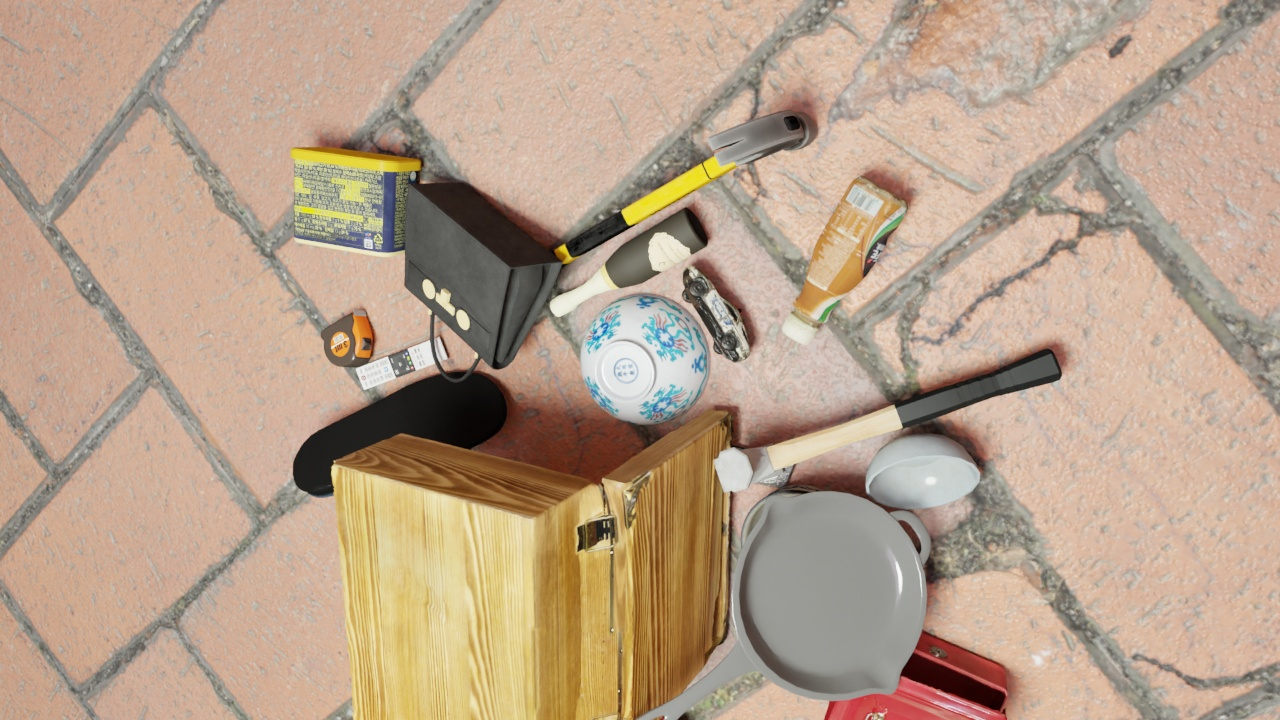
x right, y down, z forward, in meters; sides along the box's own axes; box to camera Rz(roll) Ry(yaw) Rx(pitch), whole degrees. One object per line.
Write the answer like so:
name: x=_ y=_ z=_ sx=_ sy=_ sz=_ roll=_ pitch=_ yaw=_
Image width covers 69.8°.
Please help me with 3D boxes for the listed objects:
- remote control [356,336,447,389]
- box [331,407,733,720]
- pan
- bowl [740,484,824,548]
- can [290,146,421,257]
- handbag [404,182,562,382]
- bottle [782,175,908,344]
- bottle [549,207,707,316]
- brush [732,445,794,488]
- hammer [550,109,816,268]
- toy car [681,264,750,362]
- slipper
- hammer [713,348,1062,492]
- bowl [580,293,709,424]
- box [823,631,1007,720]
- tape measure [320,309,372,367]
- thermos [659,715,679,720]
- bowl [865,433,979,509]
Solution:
remote control: x=-0.283 y=0.003 z=1.089 sx=0.124 sy=0.011 sz=0.028 roll=-19 pitch=94 yaw=21
box: x=-0.073 y=0.204 z=0.909 sx=0.287 sy=0.335 sz=0.279 roll=10 pitch=107 yaw=31
pan: x=0.127 y=0.255 z=0.863 sx=0.354 sy=0.024 sz=0.216 roll=-32 pitch=90 yaw=-12
bowl: x=0.166 y=0.180 z=0.949 sx=0.116 sy=0.059 sz=0.115 roll=4 pitch=102 yaw=18
can: x=-0.321 y=-0.180 z=1.033 sx=0.135 sy=0.075 sz=0.104 roll=11 pitch=106 yaw=16
handbag: x=-0.193 y=-0.064 z=1.001 sx=0.176 sy=0.072 sz=0.196 roll=39 pitch=123 yaw=29
bottle: x=0.191 y=-0.092 z=0.886 sx=0.059 sy=0.059 sz=0.167 roll=32 pitch=109 yaw=10
bottle: x=-0.018 y=-0.095 z=0.963 sx=0.185 sy=0.045 sz=0.045 roll=-28 pitch=91 yaw=21
brush: x=0.089 y=0.108 z=0.985 sx=0.151 sy=0.012 sz=0.039 roll=9 pitch=103 yaw=16
hammer: x=0.012 y=-0.155 z=0.904 sx=0.325 sy=0.169 sz=0.034 roll=-25 pitch=92 yaw=33
toy car: x=0.079 y=-0.050 z=0.940 sx=0.040 sy=0.048 sz=0.113 roll=-31 pitch=90 yaw=-11
slipper: x=-0.270 y=0.098 z=1.076 sx=0.266 sy=0.083 sz=0.108 roll=-21 pitch=55 yaw=9
hammer: x=0.230 y=0.059 z=0.877 sx=0.328 sy=0.131 sz=0.039 roll=-20 pitch=80 yaw=10
bowl: x=-0.006 y=0.006 z=0.963 sx=0.144 sy=0.074 sz=0.144 roll=4 pitch=102 yaw=18
box: x=0.278 y=0.350 z=0.936 sx=0.157 sy=0.097 sz=0.130 roll=20 pitch=111 yaw=10
tape measure: x=-0.344 y=-0.021 z=1.094 sx=0.058 sy=0.038 sz=0.058 roll=-28 pitch=77 yaw=21
thermos: x=-0.005 y=0.431 z=1.040 sx=0.198 sy=0.084 sz=0.108 roll=42 pitch=91 yaw=4
bowl: x=0.270 y=0.103 z=0.890 sx=0.106 sy=0.039 sz=0.106 roll=1 pitch=144 yaw=0
